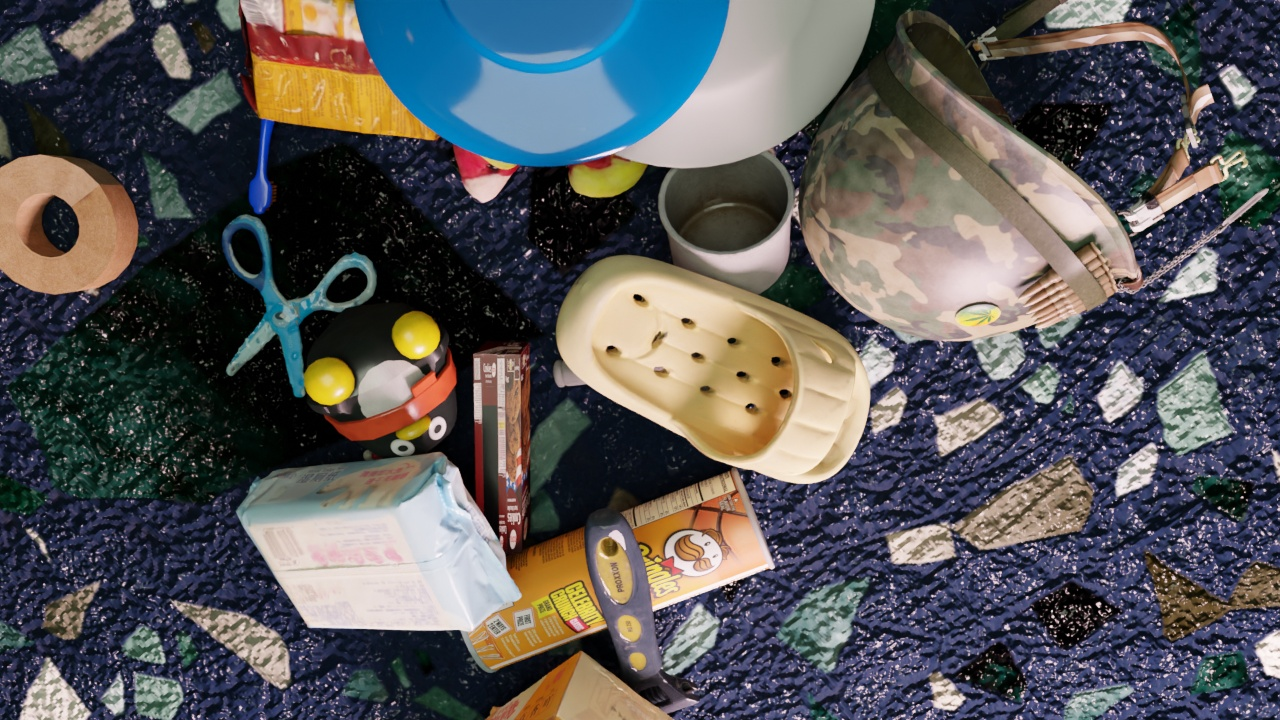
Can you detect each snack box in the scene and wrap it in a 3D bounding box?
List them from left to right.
[{"bbox_3d":[-0.097,0.060,0.650,0.032,0.051,0.141,1,101,0],"label":"snack box"},{"bbox_3d":[-0.050,0.303,0.657,0.145,0.080,0.196,40,124,-8],"label":"snack box"}]

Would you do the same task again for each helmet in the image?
[{"bbox_3d":[0.218,-0.115,0.540,0.224,0.192,0.237,17,129,-28],"label":"helmet"}]

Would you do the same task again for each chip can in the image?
[{"bbox_3d":[-0.019,0.149,0.654,0.215,0.075,0.075,-22,100,5],"label":"chip can"}]

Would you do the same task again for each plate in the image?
[{"bbox_3d":[-0.058,-0.227,0.536,0.224,0.024,0.224,0,90,-2],"label":"plate"},{"bbox_3d":[0.027,-0.240,0.562,0.242,0.016,0.242,0,90,-3],"label":"plate"}]

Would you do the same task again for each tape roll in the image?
[{"bbox_3d":[-0.401,-0.094,0.634,0.094,0.027,0.094,0,101,0],"label":"tape roll"}]

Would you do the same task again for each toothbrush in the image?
[{"bbox_3d":[-0.249,-0.191,0.623,0.016,0.018,0.182,9,98,-2],"label":"toothbrush"}]

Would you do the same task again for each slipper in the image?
[{"bbox_3d":[0.069,0.013,0.578,0.261,0.079,0.111,24,95,-32],"label":"slipper"}]

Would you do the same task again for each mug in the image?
[{"bbox_3d":[0.053,-0.101,0.601,0.084,0.070,0.113,-16,65,1],"label":"mug"}]

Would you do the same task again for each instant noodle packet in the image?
[{"bbox_3d":[-0.190,-0.194,0.584,0.135,0.039,0.099,5,133,-9],"label":"instant noodle packet"}]

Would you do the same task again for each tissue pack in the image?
[{"bbox_3d":[-0.174,0.122,0.617,0.182,0.069,0.112,-8,116,27],"label":"tissue pack"}]

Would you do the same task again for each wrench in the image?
[{"bbox_3d":[-0.005,0.191,0.626,0.073,0.022,0.274,-7,132,3],"label":"wrench"}]

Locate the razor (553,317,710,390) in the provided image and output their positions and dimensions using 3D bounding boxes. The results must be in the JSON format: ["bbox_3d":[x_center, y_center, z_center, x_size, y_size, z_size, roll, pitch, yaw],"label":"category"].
[{"bbox_3d":[-0.004,0.004,0.647,0.116,0.047,0.088,-6,101,9],"label":"razor"}]

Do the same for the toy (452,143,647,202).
[{"bbox_3d":[-0.056,-0.157,0.605,0.137,0.067,0.105,-10,97,-6],"label":"toy"}]

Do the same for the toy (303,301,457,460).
[{"bbox_3d":[-0.168,0.020,0.623,0.097,0.100,0.119,-30,123,-13],"label":"toy"}]

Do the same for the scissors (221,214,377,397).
[{"bbox_3d":[-0.258,-0.045,0.652,0.134,0.012,0.134,-43,98,9],"label":"scissors"}]
